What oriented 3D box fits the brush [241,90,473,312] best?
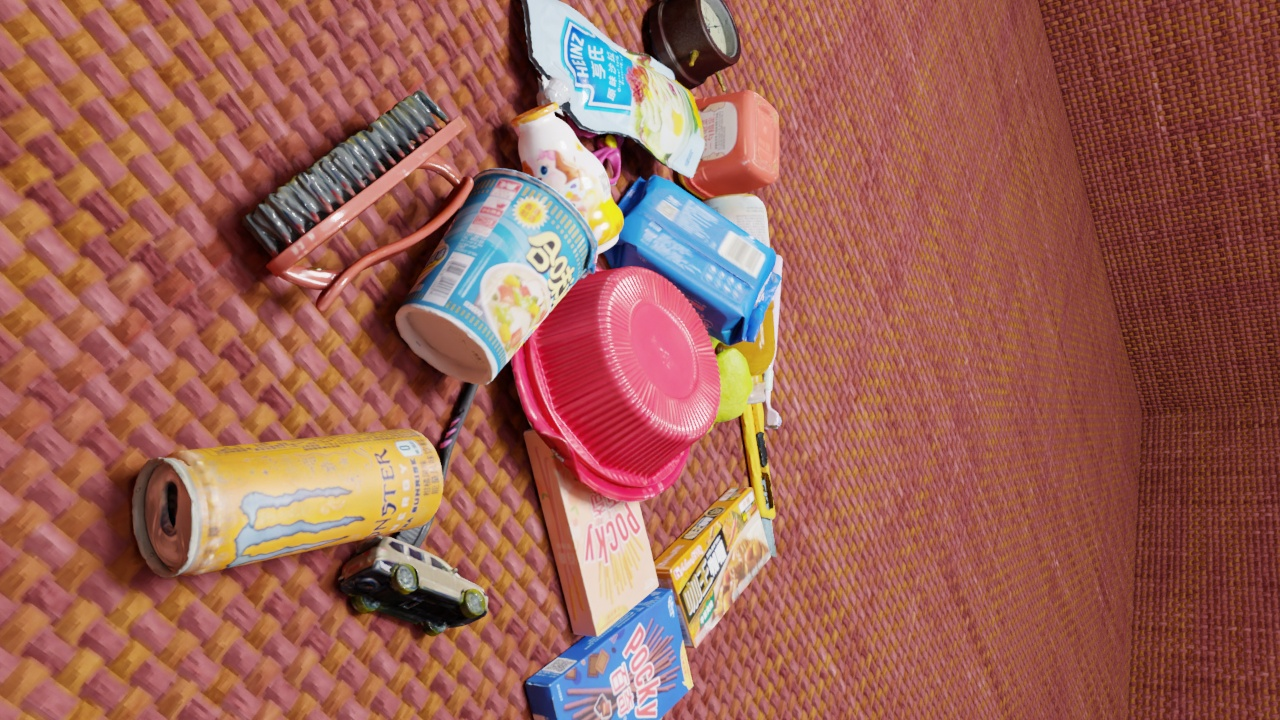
[{"bbox_3d":[-0.154,-0.088,0.518,0.069,0.063,0.145,52,46,-17],"label":"brush"}]

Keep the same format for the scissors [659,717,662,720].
[{"bbox_3d":[-0.024,0.331,0.674,0.159,0.014,0.170,42,50,-45],"label":"scissors"}]

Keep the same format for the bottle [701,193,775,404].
[{"bbox_3d":[0.088,-0.054,0.840,0.067,0.068,0.189,-7,93,-54],"label":"bottle"}]

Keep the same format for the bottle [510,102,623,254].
[{"bbox_3d":[-0.056,-0.128,0.659,0.063,0.063,0.108,-46,121,-47],"label":"bottle"}]

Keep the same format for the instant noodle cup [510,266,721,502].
[{"bbox_3d":[-0.004,0.004,0.672,0.193,0.066,0.193,28,50,-40],"label":"instant noodle cup"}]

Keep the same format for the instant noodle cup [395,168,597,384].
[{"bbox_3d":[-0.094,-0.048,0.575,0.099,0.099,0.109,54,53,-34],"label":"instant noodle cup"}]

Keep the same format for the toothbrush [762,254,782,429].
[{"bbox_3d":[0.138,-0.022,0.946,0.021,0.029,0.189,9,72,-14],"label":"toothbrush"}]

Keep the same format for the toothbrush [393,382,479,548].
[{"bbox_3d":[-0.118,0.036,0.590,0.017,0.014,0.188,35,55,-31],"label":"toothbrush"}]

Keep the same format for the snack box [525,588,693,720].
[{"bbox_3d":[-0.017,0.240,0.682,0.156,0.026,0.084,-22,101,-53],"label":"snack box"}]

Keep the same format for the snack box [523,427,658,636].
[{"bbox_3d":[-0.034,0.114,0.680,0.084,0.026,0.157,-25,105,-53],"label":"snack box"}]

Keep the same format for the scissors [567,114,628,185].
[{"bbox_3d":[-0.022,-0.200,0.763,0.077,0.017,0.137,55,39,-21],"label":"scissors"}]

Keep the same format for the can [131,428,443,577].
[{"bbox_3d":[-0.173,0.069,0.470,0.145,0.058,0.058,-2,86,-54],"label":"can"}]

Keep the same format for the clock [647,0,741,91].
[{"bbox_3d":[0.049,-0.306,0.836,0.082,0.055,0.121,16,64,-51],"label":"clock"}]

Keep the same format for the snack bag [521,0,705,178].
[{"bbox_3d":[-0.021,-0.217,0.732,0.190,0.039,0.110,13,69,-49],"label":"snack bag"}]

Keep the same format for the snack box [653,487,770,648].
[{"bbox_3d":[0.064,0.177,0.806,0.153,0.026,0.075,-33,110,-51],"label":"snack box"}]

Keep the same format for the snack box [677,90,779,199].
[{"bbox_3d":[0.082,-0.199,0.846,0.082,0.080,0.091,16,72,-51],"label":"snack box"}]

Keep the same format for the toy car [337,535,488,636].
[{"bbox_3d":[-0.128,0.132,0.534,0.090,0.042,0.035,38,36,-38],"label":"toy car"}]

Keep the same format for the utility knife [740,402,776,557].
[{"bbox_3d":[0.118,0.102,0.901,0.033,0.015,0.193,-13,96,-51],"label":"utility knife"}]

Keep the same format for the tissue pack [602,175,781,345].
[{"bbox_3d":[0.041,-0.083,0.761,0.157,0.052,0.094,33,53,-4],"label":"tissue pack"}]

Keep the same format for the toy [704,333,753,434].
[{"bbox_3d":[0.060,0.013,0.795,0.100,0.097,0.031,32,15,-21],"label":"toy"}]
